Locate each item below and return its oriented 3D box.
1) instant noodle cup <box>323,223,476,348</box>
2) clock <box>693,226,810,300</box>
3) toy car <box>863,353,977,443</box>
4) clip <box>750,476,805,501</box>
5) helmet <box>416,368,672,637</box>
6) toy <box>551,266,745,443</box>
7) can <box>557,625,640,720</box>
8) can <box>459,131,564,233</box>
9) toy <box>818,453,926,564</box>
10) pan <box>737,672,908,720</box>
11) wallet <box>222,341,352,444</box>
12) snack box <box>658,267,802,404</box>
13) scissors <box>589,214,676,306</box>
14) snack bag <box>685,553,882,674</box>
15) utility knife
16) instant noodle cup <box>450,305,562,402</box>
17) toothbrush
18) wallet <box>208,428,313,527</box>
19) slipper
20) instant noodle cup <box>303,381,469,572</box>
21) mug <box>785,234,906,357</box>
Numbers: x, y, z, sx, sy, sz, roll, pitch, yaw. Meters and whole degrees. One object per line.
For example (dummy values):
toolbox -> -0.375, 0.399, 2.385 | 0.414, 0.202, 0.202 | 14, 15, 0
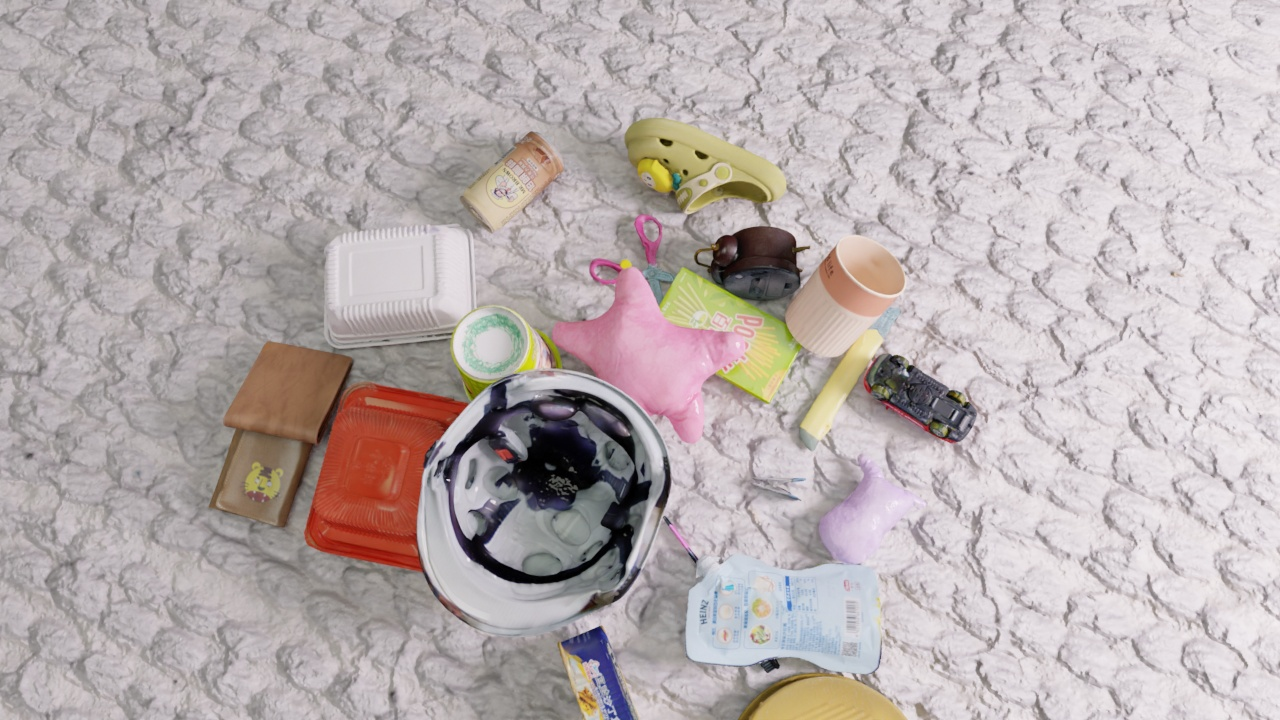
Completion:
instant noodle cup -> -0.274, -0.090, 1.019 | 0.173, 0.060, 0.138 | -6, 75, 2
clock -> 0.119, -0.105, 0.992 | 0.122, 0.082, 0.055 | 3, 71, 2
toy car -> 0.290, 0.041, 0.962 | 0.120, 0.045, 0.052 | 35, 77, 6
clip -> 0.143, 0.131, 0.957 | 0.058, 0.027, 0.045 | 11, 83, 6
helmet -> -0.093, 0.127, 0.902 | 0.229, 0.146, 0.259 | 28, 97, -2
toy -> -0.006, 0.006, 0.960 | 0.194, 0.074, 0.179 | 31, 105, 9
can -> -0.032, 0.334, 0.885 | 0.049, 0.075, 0.148 | -21, 76, -7
can -> -0.145, -0.203, 1.042 | 0.058, 0.058, 0.116 | 43, 81, 12
toy -> 0.227, 0.157, 0.937 | 0.084, 0.039, 0.108 | 41, 80, 13
pan -> 0.102, 0.429, 0.868 | 0.357, 0.078, 0.197 | -19, 72, -9
wallet -> -0.376, 0.033, 0.988 | 0.101, 0.020, 0.115 | 12, 51, 0
snack box -> 0.092, -0.027, 0.995 | 0.156, 0.026, 0.085 | 30, 84, 8
scissors -> 0.011, -0.106, 1.032 | 0.133, 0.017, 0.131 | 15, 77, 2
snack bag -> 0.140, 0.250, 0.909 | 0.191, 0.039, 0.110 | 4, 71, 0
utility knife -> 0.225, 0.014, 0.986 | 0.031, 0.020, 0.188 | 34, 85, 7
instant noodle cup -> -0.144, -0.003, 0.954 | 0.112, 0.123, 0.111 | -1, 75, 3
toothbrush -> 0.078, 0.237, 0.937 | 0.018, 0.014, 0.189 | -39, 76, 2
wallet -> -0.405, 0.113, 0.985 | 0.090, 0.033, 0.115 | 15, 80, 5
slipper -> 0.065, -0.205, 1.019 | 0.190, 0.092, 0.081 | 20, 79, 4
instant noodle cup -> -0.260, 0.116, 0.952 | 0.164, 0.079, 0.188 | 8, 75, 6
mug -> 0.218, -0.072, 0.962 | 0.081, 0.106, 0.114 | 42, 45, 8
